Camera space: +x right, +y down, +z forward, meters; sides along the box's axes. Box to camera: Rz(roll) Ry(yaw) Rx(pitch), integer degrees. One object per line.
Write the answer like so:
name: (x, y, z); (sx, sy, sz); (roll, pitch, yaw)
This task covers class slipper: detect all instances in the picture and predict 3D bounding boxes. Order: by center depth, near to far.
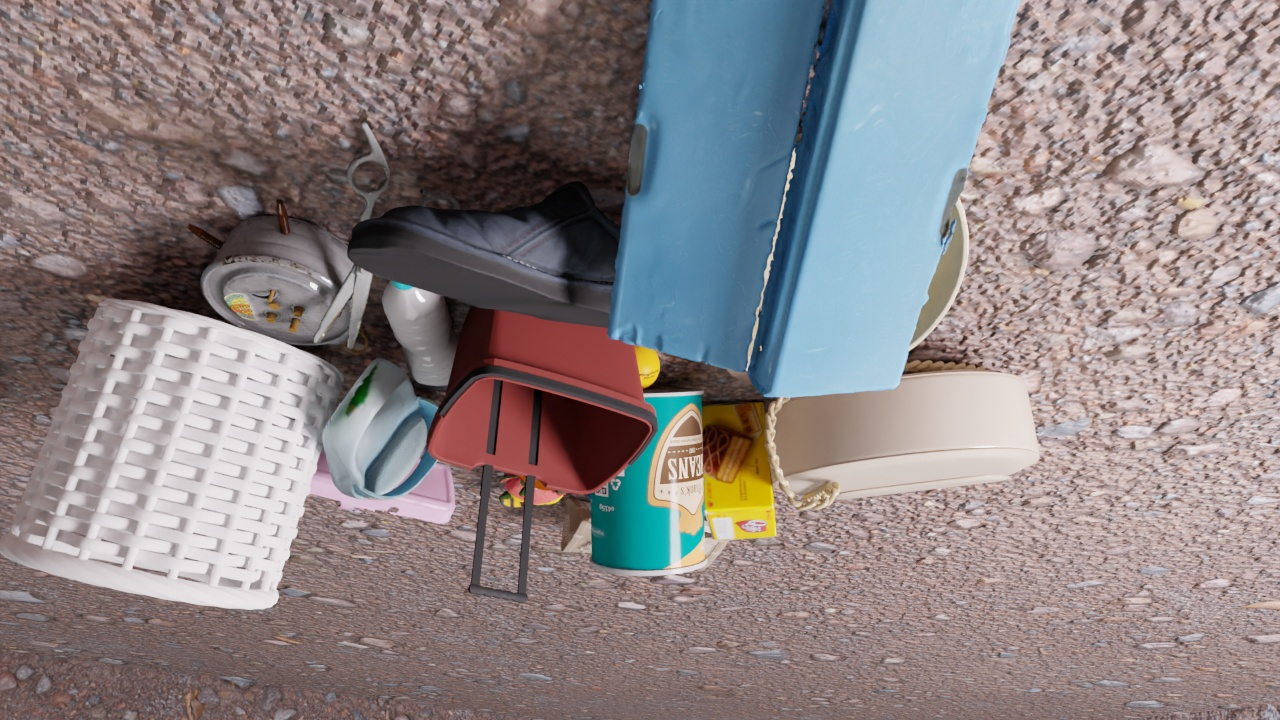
slipper: (-0.057, -0.071, 0.578); (0.109, 0.083, 0.265); (5, 177, 45)
slipper: (-0.207, 0.070, 0.768); (0.074, 0.103, 0.246); (31, 160, 1)

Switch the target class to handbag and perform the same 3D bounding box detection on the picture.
handbag: (0.214, 0.072, 0.760); (0.211, 0.103, 0.208); (-11, 163, 23)
handbag: (0.020, 0.182, 0.997); (0.175, 0.062, 0.198); (10, 163, -13)

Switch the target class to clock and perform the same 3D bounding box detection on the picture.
clock: (-0.244, -0.047, 0.655); (0.104, 0.056, 0.148); (-9, 147, 20)

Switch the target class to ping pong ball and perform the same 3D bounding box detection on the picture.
ping pong ball: (-0.004, 0.004, 0.742); (0.040, 0.040, 0.040); (2, 151, 1)

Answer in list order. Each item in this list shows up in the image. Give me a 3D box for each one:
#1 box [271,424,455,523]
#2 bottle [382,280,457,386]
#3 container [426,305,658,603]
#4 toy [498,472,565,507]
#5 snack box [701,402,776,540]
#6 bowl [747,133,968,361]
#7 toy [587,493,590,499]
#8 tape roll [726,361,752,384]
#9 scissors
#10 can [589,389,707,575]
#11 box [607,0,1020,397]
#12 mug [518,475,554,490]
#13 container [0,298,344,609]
box: (-0.305, 0.130, 0.957); (0.201, 0.111, 0.102); (20, 121, -30)
bottle: (-0.165, -0.028, 0.694); (0.044, 0.044, 0.136); (2, 151, 0)
container: (-0.073, 0.051, 0.653); (0.148, 0.200, 0.127); (18, 137, -24)
toy: (-0.113, 0.135, 0.983); (0.084, 0.046, 0.104); (-10, 168, -24)
snack box: (0.089, 0.102, 0.843); (0.061, 0.105, 0.084); (-5, 151, 8)
bowl: (0.105, -0.070, 0.541); (0.151, 0.075, 0.151); (-1, 120, -2)
toy: (0.007, 0.104, 0.891); (0.113, 0.070, 0.177); (6, 148, 3)
tape roll: (0.111, -0.013, 0.712); (0.094, 0.030, 0.094); (2, 151, 1)
scissors: (-0.182, -0.074, 0.589); (0.153, 0.014, 0.131); (-35, 139, 7)
can: (0.005, 0.098, 0.772); (0.099, 0.144, 0.099); (-1, 180, 0)
box: (0.078, -0.088, 0.455); (0.175, 0.060, 0.232); (5, 121, -3)
mug: (-0.083, 0.072, 0.806); (0.077, 0.112, 0.096); (-43, 147, -8)
container: (-0.343, 0.073, 0.695); (0.189, 0.186, 0.189); (13, 167, 3)
